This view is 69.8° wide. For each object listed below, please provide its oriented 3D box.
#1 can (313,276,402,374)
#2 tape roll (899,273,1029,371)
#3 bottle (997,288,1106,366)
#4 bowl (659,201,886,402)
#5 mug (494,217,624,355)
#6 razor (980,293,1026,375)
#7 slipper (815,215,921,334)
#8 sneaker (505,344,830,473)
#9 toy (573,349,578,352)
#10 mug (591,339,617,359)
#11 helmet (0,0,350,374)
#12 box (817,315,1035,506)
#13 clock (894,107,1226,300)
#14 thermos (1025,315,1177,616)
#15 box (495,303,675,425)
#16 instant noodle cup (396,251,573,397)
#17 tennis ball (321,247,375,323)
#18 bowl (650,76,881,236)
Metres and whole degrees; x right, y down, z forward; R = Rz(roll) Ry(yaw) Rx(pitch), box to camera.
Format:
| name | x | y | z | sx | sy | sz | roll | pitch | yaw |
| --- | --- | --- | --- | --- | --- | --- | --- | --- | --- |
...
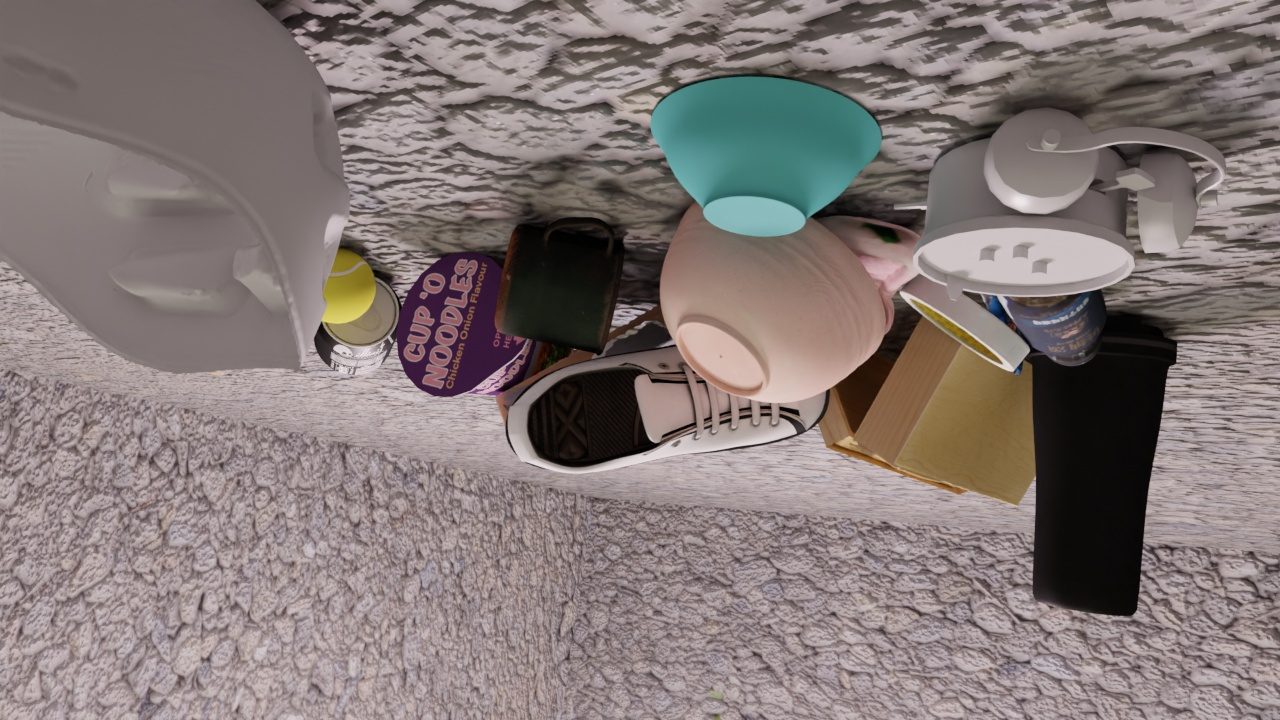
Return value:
| name | x | y | z | sx | sy | sz | roll | pitch | yaw |
| --- | --- | --- | --- | --- | --- | --- | --- | --- | --- |
| can | -0.280 | -0.034 | 0.906 | 0.080 | 0.080 | 0.146 | 12 | 167 | -17 |
| tape roll | 0.224 | -0.027 | 0.638 | 0.094 | 0.019 | 0.094 | 36 | -173 | -6 |
| bottle | 0.273 | -0.035 | 0.602 | 0.056 | 0.056 | 0.160 | 0 | 166 | 32 |
| bowl | 0.070 | -0.025 | 0.584 | 0.153 | 0.076 | 0.153 | 30 | 154 | 16 |
| mug | -0.057 | -0.062 | 0.664 | 0.081 | 0.084 | 0.111 | 11 | 136 | -7 |
| razor | 0.264 | -0.034 | 0.673 | 0.018 | 0.043 | 0.141 | 5 | 161 | 34 |
| slipper | 0.130 | -0.047 | 0.643 | 0.107 | 0.055 | 0.222 | 11 | 167 | -1 |
| sneaker | 0.022 | 0.030 | 0.663 | 0.245 | 0.091 | 0.097 | -6 | 178 | -4 |
| toy | -0.129 | -0.009 | 0.943 | 0.175 | 0.076 | 0.133 | 18 | 149 | -31 |
| mug | -0.015 | 0.031 | 0.986 | 0.083 | 0.096 | 0.120 | 11 | 167 | -11 |
| helmet | -0.259 | -0.097 | 0.373 | 0.225 | 0.183 | 0.281 | -10 | 166 | 39 |
| box | 0.261 | 0.047 | 0.820 | 0.185 | 0.141 | 0.248 | 5 | 169 | 46 |
| clock | 0.206 | -0.074 | 0.459 | 0.119 | 0.061 | 0.159 | 13 | 168 | -19 |
| thermos | 0.350 | 0.080 | 0.711 | 0.106 | 0.218 | 0.106 | 6 | 176 | 0 |
| box | -0.003 | 0.007 | 0.797 | 0.217 | 0.043 | 0.150 | -29 | 167 | 16 |
| instant noodle cup | -0.118 | -0.017 | 0.796 | 0.137 | 0.122 | 0.121 | 11 | 174 | 30 |
| tennis ball | -0.263 | -0.065 | 0.794 | 0.065 | 0.065 | 0.065 | 8 | 168 | 2 |
| bowl | 0.062 | -0.097 | 0.483 | 0.121 | 0.046 | 0.121 | 8 | 167 | 2 |
